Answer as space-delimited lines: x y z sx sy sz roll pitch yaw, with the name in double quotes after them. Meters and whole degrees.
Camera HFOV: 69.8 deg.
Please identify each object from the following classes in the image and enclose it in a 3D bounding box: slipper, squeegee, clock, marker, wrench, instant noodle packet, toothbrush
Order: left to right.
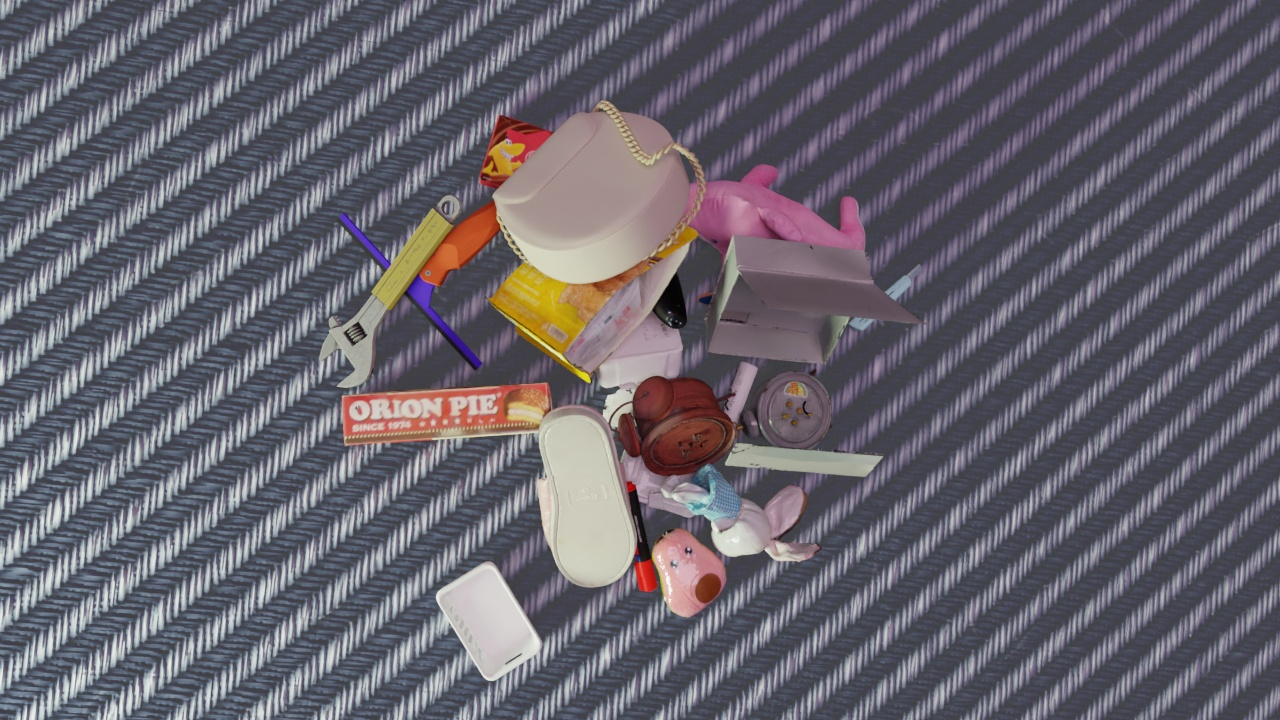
-0.298 -0.085 1.105 0.083 0.018 0.273 40 99 5 "wrench"
-0.220 -0.142 1.129 0.184 0.055 0.249 -42 95 -6 "squeegee"
-0.066 0.163 1.103 0.114 0.054 0.275 -5 122 -1 "slipper"
-0.052 -0.101 1.101 0.221 0.163 0.084 -47 137 -9 "instant noodle packet"
-0.004 0.222 1.155 0.023 0.021 0.145 -8 105 14 "marker"
0.037 0.077 1.118 0.157 0.121 0.072 5 45 -28 "clock"
0.119 0.063 1.188 0.025 0.025 0.126 22 86 -7 "marker"
0.140 -0.086 1.196 0.135 0.017 0.022 -8 131 -8 "toothbrush"
0.179 0.070 1.175 0.147 0.056 0.104 -17 94 -15 "clock"

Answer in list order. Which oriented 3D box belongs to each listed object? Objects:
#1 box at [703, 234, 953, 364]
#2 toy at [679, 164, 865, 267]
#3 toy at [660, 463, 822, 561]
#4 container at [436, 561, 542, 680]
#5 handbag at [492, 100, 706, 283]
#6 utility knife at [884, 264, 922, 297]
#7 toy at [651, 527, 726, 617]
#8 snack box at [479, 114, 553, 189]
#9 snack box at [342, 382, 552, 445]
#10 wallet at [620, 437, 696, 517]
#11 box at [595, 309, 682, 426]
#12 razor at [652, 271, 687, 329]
0.189 -0.067 1.025 0.167 0.369 0.150 5 91 -7 "box"
0.169 -0.166 1.149 0.265 0.128 0.186 15 83 -13 "toy"
0.111 0.201 1.142 0.205 0.131 0.106 22 118 -20 "toy"
-0.185 0.316 1.129 0.080 0.049 0.129 -31 93 -7 "container"
-0.056 -0.196 1.057 0.209 0.103 0.210 31 72 36 "handbag"
0.330 -0.083 1.225 0.128 0.015 0.022 -41 63 -8 "utility knife"
0.056 0.265 1.162 0.090 0.051 0.110 -37 94 -9 "toy"
-0.128 -0.247 1.160 0.133 0.021 0.089 17 86 -8 "snack box"
-0.226 0.062 1.096 0.236 0.113 0.060 -3 88 -8 "snack box"
0.028 0.148 1.171 0.116 0.032 0.086 14 86 -8 "wallet"
-0.005 0.016 1.155 0.108 0.137 0.124 -10 49 -8 "box"
0.018 -0.085 1.123 0.053 0.140 0.064 25 120 -35 "razor"
